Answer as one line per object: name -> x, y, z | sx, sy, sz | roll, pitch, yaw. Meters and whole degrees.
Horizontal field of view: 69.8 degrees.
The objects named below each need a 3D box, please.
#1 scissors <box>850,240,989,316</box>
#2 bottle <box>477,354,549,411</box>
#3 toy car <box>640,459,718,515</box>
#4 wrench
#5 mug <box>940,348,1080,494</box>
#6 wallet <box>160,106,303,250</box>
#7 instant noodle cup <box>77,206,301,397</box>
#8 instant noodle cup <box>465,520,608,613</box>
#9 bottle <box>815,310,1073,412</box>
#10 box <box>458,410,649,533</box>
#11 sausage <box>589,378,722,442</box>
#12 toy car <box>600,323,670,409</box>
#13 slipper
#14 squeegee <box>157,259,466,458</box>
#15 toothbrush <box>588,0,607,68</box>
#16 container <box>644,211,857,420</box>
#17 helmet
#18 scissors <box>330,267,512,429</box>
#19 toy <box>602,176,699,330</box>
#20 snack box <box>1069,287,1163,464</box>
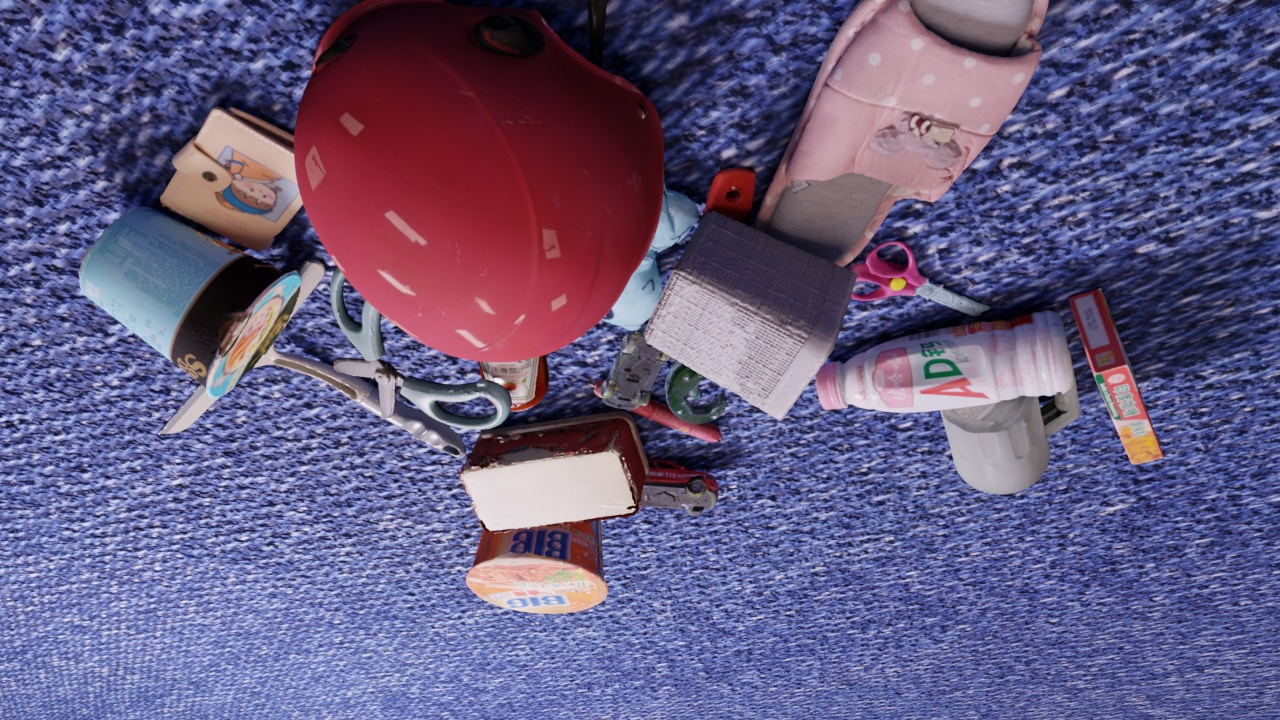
scissors -> 0.223, -0.059, 0.713 | 0.135, 0.017, 0.063 | 14, 131, -22
bottle -> -0.106, -0.043, 0.718 | 0.060, 0.059, 0.206 | 2, 138, 1
toy car -> 0.022, 0.129, 0.953 | 0.120, 0.045, 0.053 | 7, 145, 4
wrench -> 0.054, -0.038, 0.727 | 0.056, 0.016, 0.274 | -4, 138, -7
mug -> 0.327, 0.046, 0.805 | 0.124, 0.083, 0.103 | -34, 135, 3
wallet -> -0.280, -0.128, 0.645 | 0.087, 0.024, 0.115 | 25, 140, -34
instant noodle cup -> -0.334, -0.051, 0.676 | 0.120, 0.111, 0.111 | 33, 138, -6
instant noodle cup -> -0.107, 0.195, 0.996 | 0.151, 0.111, 0.152 | 2, 144, 1
bottle -> 0.246, 0.009, 0.759 | 0.197, 0.068, 0.068 | -11, 142, 22
box -> -0.084, 0.112, 0.889 | 0.168, 0.079, 0.091 | -10, 118, 15
sausage -> 0.017, 0.049, 0.867 | 0.155, 0.020, 0.020 | 24, 139, -26
toy car -> -0.005, 0.005, 0.796 | 0.043, 0.034, 0.091 | 13, 129, -16
slipper -> 0.150, -0.136, 0.577 | 0.114, 0.054, 0.275 | 13, 144, -14
squeegee -> -0.262, 0.032, 0.846 | 0.246, 0.039, 0.247 | 30, 122, -35
toothbrush -> -0.026, -0.197, 0.539 | 0.015, 0.018, 0.181 | 6, 142, 1
container -> 0.073, -0.034, 0.638 | 0.114, 0.090, 0.090 | 27, 137, 1
helmet -> -0.107, -0.093, 0.547 | 0.240, 0.143, 0.208 | 28, 129, -13
scissors -> -0.184, -0.008, 0.739 | 0.174, 0.019, 0.170 | 12, 132, 17
toy -> -0.025, -0.079, 0.671 | 0.157, 0.049, 0.161 | -25, 134, 26
snack box -> 0.389, 0.016, 0.749 | 0.027, 0.076, 0.156 | -20, 138, 27
